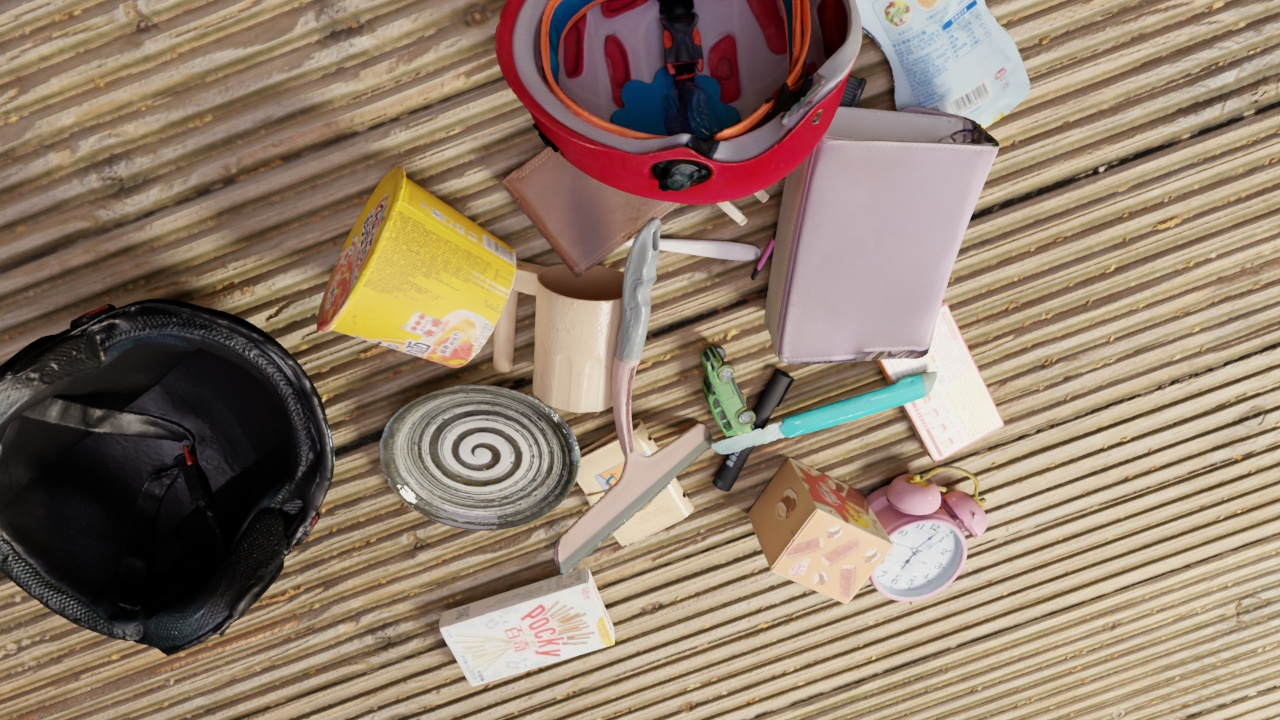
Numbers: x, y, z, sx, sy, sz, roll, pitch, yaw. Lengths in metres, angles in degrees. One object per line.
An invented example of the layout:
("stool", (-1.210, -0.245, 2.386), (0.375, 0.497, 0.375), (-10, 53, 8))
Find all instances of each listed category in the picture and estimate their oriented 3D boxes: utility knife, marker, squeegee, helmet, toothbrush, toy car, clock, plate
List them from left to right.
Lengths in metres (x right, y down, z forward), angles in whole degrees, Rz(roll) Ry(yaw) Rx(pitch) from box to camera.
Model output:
("helmet", (-0.357, 0.070, 0.694), (0.275, 0.230, 0.233), (-38, 108, 2))
("plate", (-0.143, 0.086, 0.831), (0.179, 0.024, 0.180), (-1, 127, -1))
("squeegee", (-0.004, 0.004, 0.738), (0.040, 0.246, 0.250), (16, 118, 28))
("toothbrush", (0.016, -0.098, 0.780), (0.180, 0.016, 0.016), (4, 116, -10))
("helmet", (0.028, -0.196, 0.649), (0.240, 0.206, 0.144), (-11, 156, -1))
("toy car", (0.076, 0.028, 0.834), (0.036, 0.043, 0.091), (-21, 116, 3))
("marker", (0.106, 0.067, 0.871), (0.022, 0.020, 0.132), (14, 113, -31))
("toothbrush", (0.136, -0.151, 0.774), (0.018, 0.014, 0.189), (25, 111, -8))
("utility knife", (0.170, 0.050, 0.851), (0.216, 0.013, 0.029), (-18, 120, 4))
("clock", (0.279, 0.170, 0.921), (0.117, 0.059, 0.159), (23, 109, -18))

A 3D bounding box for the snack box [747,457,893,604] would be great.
("snack box", (0.171, 0.163, 0.884), (0.094, 0.092, 0.077), (26, 109, -18))

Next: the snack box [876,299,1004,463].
("snack box", (0.279, 0.020, 0.867), (0.077, 0.027, 0.156), (-31, 116, 7))

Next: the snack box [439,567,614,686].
("snack box", (-0.112, 0.267, 0.918), (0.157, 0.026, 0.085), (-18, 116, 4))

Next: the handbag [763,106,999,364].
("handbag", (0.186, -0.100, 0.747), (0.145, 0.098, 0.197), (4, 123, -2))

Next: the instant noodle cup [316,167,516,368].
("instant noodle cup", (-0.170, -0.064, 0.713), (0.109, 0.138, 0.138), (26, 109, -28))

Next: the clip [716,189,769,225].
("clip", (0.063, -0.149, 0.736), (0.035, 0.092, 0.103), (-44, 124, 13))

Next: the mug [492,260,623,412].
("mug", (-0.068, -0.024, 0.777), (0.125, 0.084, 0.104), (13, 117, 13))

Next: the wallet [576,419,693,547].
("wallet", (-0.011, 0.121, 0.879), (0.087, 0.024, 0.115), (-29, 117, 1))

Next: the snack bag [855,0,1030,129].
("snack bag", (0.228, -0.265, 0.718), (0.110, 0.038, 0.191), (-28, 114, 12))

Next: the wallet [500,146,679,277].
("wallet", (-0.034, -0.141, 0.736), (0.124, 0.032, 0.101), (-36, 104, 3))
